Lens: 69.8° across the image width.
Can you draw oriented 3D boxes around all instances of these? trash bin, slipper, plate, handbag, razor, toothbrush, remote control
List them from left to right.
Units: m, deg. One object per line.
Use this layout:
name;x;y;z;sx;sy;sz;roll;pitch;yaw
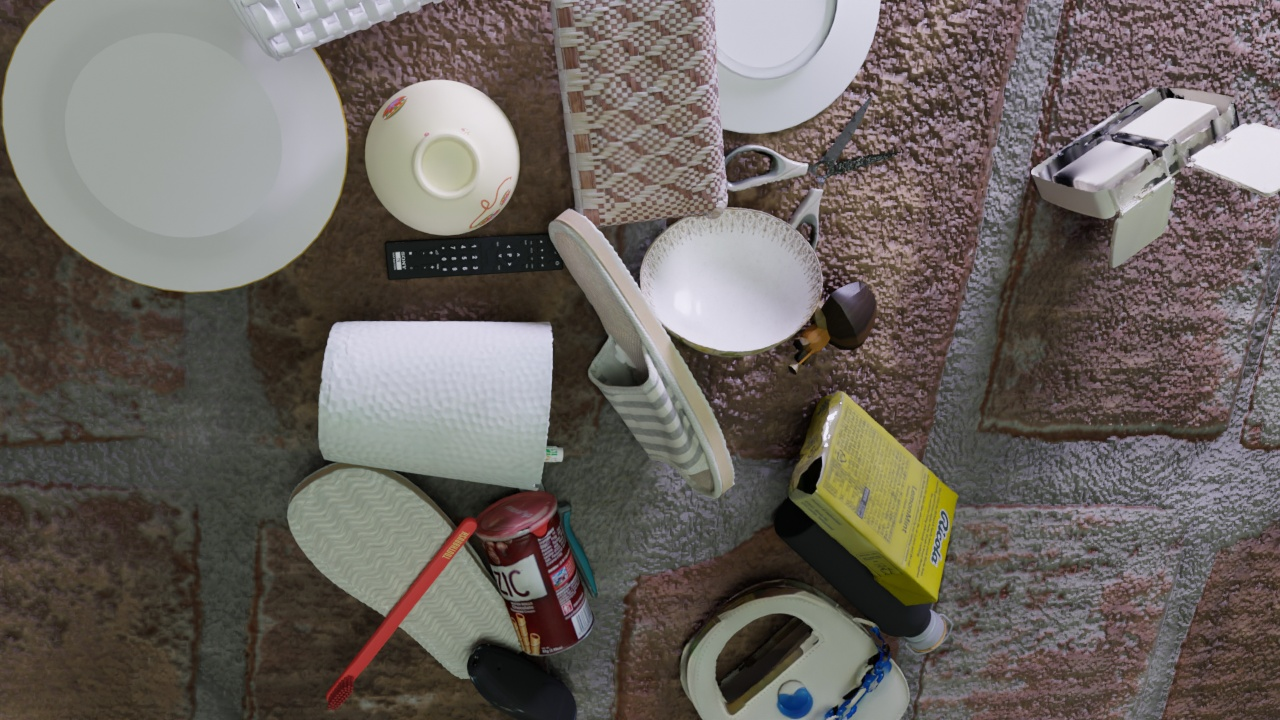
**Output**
plate;-0.330;-0.160;0.658;0.229;0.021;0.230;-4;107;-13
toothbrush;-0.198;0.211;0.753;0.012;0.018;0.213;32;104;-30
slipper;-0.193;0.178;0.779;0.115;0.052;0.263;-33;122;1
trash bin;-0.155;0.029;0.706;0.161;0.133;0.133;5;105;-10
remote control;-0.132;-0.084;0.736;0.140;0.009;0.030;-5;107;-12
razor;-0.109;0.300;0.825;0.064;0.052;0.140;-18;129;32
slipper;-0.004;0.004;0.744;0.054;0.114;0.273;-35;113;-21
handbag;0.001;-0.197;0.714;0.124;0.047;0.186;-7;110;-2
plate;0.097;-0.287;0.728;0.208;0.015;0.209;-4;107;-13
handbag;0.142;0.310;0.883;0.201;0.093;0.199;-45;105;3

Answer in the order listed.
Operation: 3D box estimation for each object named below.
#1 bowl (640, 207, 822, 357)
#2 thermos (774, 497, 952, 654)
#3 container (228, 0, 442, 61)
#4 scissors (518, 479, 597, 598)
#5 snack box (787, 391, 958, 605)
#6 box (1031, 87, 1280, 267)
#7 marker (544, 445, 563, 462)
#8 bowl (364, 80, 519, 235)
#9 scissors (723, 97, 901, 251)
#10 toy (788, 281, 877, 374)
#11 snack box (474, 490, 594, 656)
bowl;0.074;-0.051;0.751;0.145;0.145;0.063;-20;148;-8
thermos;0.224;0.213;0.885;0.061;0.061;0.231;-45;111;2
container;-0.179;-0.307;0.563;0.186;0.189;0.189;-23;110;-5
scissors;-0.070;0.155;0.819;0.139;0.019;0.136;16;100;-16
snack box;0.211;0.124;0.834;0.181;0.045;0.121;40;52;-20
box;0.454;-0.141;0.774;0.143;0.184;0.099;-34;117;2
marker;-0.138;0.076;0.779;0.145;0.017;0.017;4;105;-15
bowl;-0.144;-0.146;0.679;0.118;0.074;0.118;-4;107;-13
scissors;0.140;-0.149;0.781;0.171;0.012;0.158;5;107;-14
toy;0.162;-0.026;0.799;0.100;0.062;0.076;-41;148;-15
snack box;-0.088;0.180;0.776;0.072;0.072;0.121;-18;109;-8
